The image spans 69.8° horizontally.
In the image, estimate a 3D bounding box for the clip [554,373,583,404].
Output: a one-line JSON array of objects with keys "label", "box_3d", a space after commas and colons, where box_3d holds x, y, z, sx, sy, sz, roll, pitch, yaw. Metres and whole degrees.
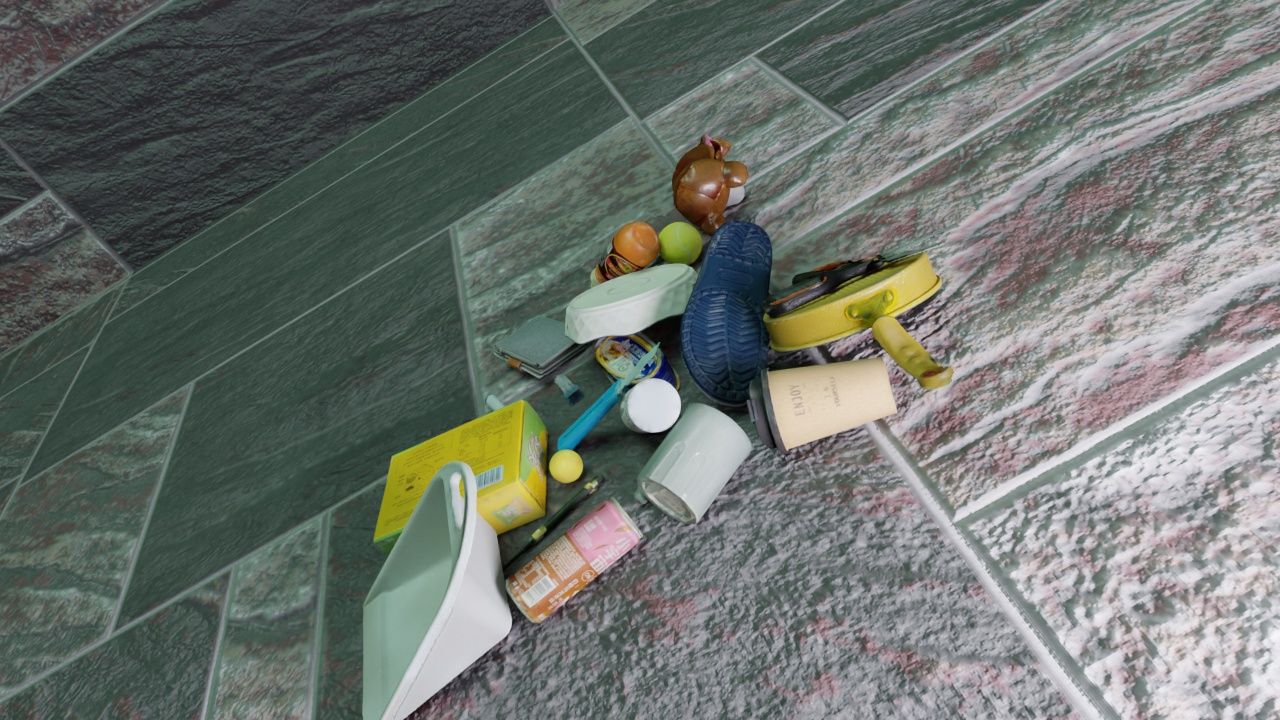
[{"label": "clip", "box_3d": [-0.099, 0.037, 1.252, 0.025, 0.036, 0.058, -38, 34, -3]}]

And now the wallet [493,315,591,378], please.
[{"label": "wallet", "box_3d": [-0.146, -0.019, 1.347, 0.106, 0.037, 0.130, -37, 34, -25]}]

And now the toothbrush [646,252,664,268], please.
[{"label": "toothbrush", "box_3d": [-0.025, -0.107, 1.376, 0.191, 0.016, 0.018, -42, 25, -14]}]

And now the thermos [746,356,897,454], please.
[{"label": "thermos", "box_3d": [0.188, 0.042, 0.955, 0.143, 0.093, 0.092, -14, 37, 14]}]

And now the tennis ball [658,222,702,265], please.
[{"label": "tennis ball", "box_3d": [0.057, -0.170, 1.341, 0.065, 0.065, 0.065, -22, 35, 16]}]

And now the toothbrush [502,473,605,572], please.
[{"label": "toothbrush", "box_3d": [-0.113, 0.196, 1.070, 0.185, 0.012, 0.017, -42, 24, -12]}]

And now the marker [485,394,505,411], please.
[{"label": "marker", "box_3d": [-0.187, 0.078, 1.274, 0.022, 0.018, 0.131, -49, 36, -6]}]

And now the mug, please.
[{"label": "mug", "box_3d": [0.048, 0.114, 0.993, 0.103, 0.083, 0.124, -51, 13, -24]}]

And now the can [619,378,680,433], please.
[{"label": "can", "box_3d": [0.009, 0.054, 1.045, 0.058, 0.058, 0.147, -37, -1, -7]}]

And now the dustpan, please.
[{"label": "dustpan", "box_3d": [-0.244, 0.239, 0.990, 0.258, 0.142, 0.222, -34, 33, 5]}]

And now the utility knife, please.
[{"label": "utility knife", "box_3d": [-0.040, 0.048, 1.097, 0.224, 0.018, 0.034, -46, 21, 37]}]

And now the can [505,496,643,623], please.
[{"label": "can", "box_3d": [-0.070, 0.211, 0.973, 0.147, 0.058, 0.058, -38, 34, -8]}]

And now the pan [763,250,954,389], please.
[{"label": "pan", "box_3d": [0.239, -0.039, 0.943, 0.198, 0.078, 0.357, -24, 8, 3]}]

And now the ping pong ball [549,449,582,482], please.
[{"label": "ping pong ball", "box_3d": [-0.090, 0.128, 1.110, 0.040, 0.040, 0.040, -22, 35, 16]}]

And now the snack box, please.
[{"label": "snack box", "box_3d": [-0.221, 0.156, 1.157, 0.210, 0.070, 0.157, -24, 35, 13]}]

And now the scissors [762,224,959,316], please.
[{"label": "scissors", "box_3d": [0.232, -0.102, 1.009, 0.220, 0.022, 0.232, -26, 8, -11]}]

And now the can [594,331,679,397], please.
[{"label": "can", "box_3d": [-0.007, 0.007, 1.187, 0.074, 0.049, 0.148, -37, 34, -7]}]

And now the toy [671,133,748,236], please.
[{"label": "toy", "box_3d": [0.104, -0.265, 1.382, 0.199, 0.130, 0.140, -113, 43, -67]}]

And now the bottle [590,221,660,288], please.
[{"label": "bottle", "box_3d": [-0.031, -0.144, 1.352, 0.150, 0.066, 0.066, -40, 20, 47]}]

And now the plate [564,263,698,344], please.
[{"label": "plate", "box_3d": [-0.011, -0.082, 1.243, 0.205, 0.045, 0.204, -17, 17, 5]}]

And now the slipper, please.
[{"label": "slipper", "box_3d": [0.105, -0.055, 1.119, 0.105, 0.095, 0.252, 7, 62, 3]}]
